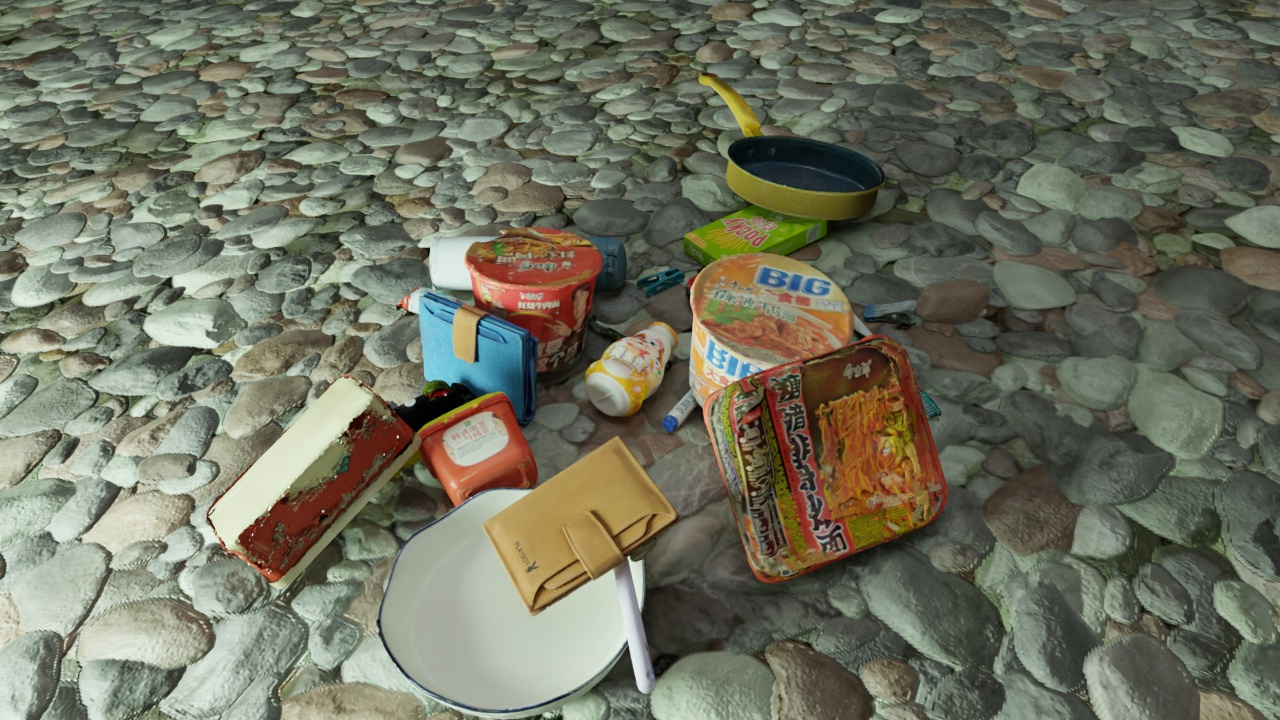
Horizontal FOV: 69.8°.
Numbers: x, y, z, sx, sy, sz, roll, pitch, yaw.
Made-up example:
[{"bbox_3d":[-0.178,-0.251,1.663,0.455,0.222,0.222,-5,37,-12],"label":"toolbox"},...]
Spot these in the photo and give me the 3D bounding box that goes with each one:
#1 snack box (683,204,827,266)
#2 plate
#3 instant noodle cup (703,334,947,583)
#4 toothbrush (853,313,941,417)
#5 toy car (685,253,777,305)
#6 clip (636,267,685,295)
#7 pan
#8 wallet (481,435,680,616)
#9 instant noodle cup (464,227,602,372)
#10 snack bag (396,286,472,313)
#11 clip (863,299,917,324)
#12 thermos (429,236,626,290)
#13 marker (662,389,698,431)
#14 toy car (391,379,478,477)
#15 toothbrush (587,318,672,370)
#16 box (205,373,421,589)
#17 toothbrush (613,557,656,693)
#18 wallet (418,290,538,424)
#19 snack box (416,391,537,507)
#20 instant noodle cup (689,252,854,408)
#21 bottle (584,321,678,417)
[{"bbox_3d":[0.139,-0.150,1.104,0.156,0.026,0.086,-26,44,-23],"label":"snack box"},{"bbox_3d":[-0.096,0.186,0.715,0.205,0.046,0.204,-3,40,2],"label":"plate"},{"bbox_3d":[0.147,0.076,0.755,0.188,0.164,0.079,-17,3,-14],"label":"instant noodle cup"},{"bbox_3d":[0.245,-0.004,0.933,0.018,0.016,0.191,-24,44,-7],"label":"toothbrush"},{"bbox_3d":[0.109,-0.087,1.020,0.120,0.045,0.053,-16,41,-11],"label":"toy car"},{"bbox_3d":[0.025,-0.091,1.054,0.056,0.014,0.041,-22,44,-18],"label":"clip"},{"bbox_3d":[0.169,-0.289,1.201,0.197,0.078,0.357,-10,36,-27],"label":"pan"},{"bbox_3d":[-0.047,0.125,0.701,0.131,0.031,0.108,-32,42,-8],"label":"wallet"},{"bbox_3d":[-0.108,-0.059,0.941,0.138,0.109,0.137,3,32,-2],"label":"instant noodle cup"},{"bbox_3d":[-0.224,-0.060,1.027,0.105,0.026,0.045,18,36,23],"label":"snack bag"},{"bbox_3d":[0.268,-0.053,0.984,0.057,0.028,0.024,2,38,22],"label":"clip"},{"bbox_3d":[-0.127,-0.110,1.052,0.220,0.070,0.070,1,41,4],"label":"thermos"},{"bbox_3d":[0.066,0.023,0.915,0.017,0.017,0.145,22,47,27],"label":"marker"},{"bbox_3d":[-0.220,0.070,0.862,0.155,0.041,0.071,-25,45,-18],"label":"toy car"},{"bbox_3d":[-0.037,-0.035,0.989,0.186,0.017,0.012,30,48,33],"label":"toothbrush"},{"bbox_3d":[-0.276,0.092,0.762,0.168,0.078,0.091,-49,38,-16],"label":"box"},{"bbox_3d":[-0.015,0.163,0.686,0.029,0.021,0.189,17,33,-27],"label":"toothbrush"},{"bbox_3d":[-0.160,-0.004,0.895,0.133,0.106,0.040,21,35,26],"label":"wallet"},{"bbox_3d":[-0.141,0.085,0.812,0.091,0.082,0.080,-26,53,-15],"label":"snack box"},{"bbox_3d":[0.113,-0.012,0.863,0.151,0.112,0.151,4,47,-4],"label":"instant noodle cup"},{"bbox_3d":[-0.005,0.005,0.903,0.063,0.063,0.108,21,48,26],"label":"bottle"}]
